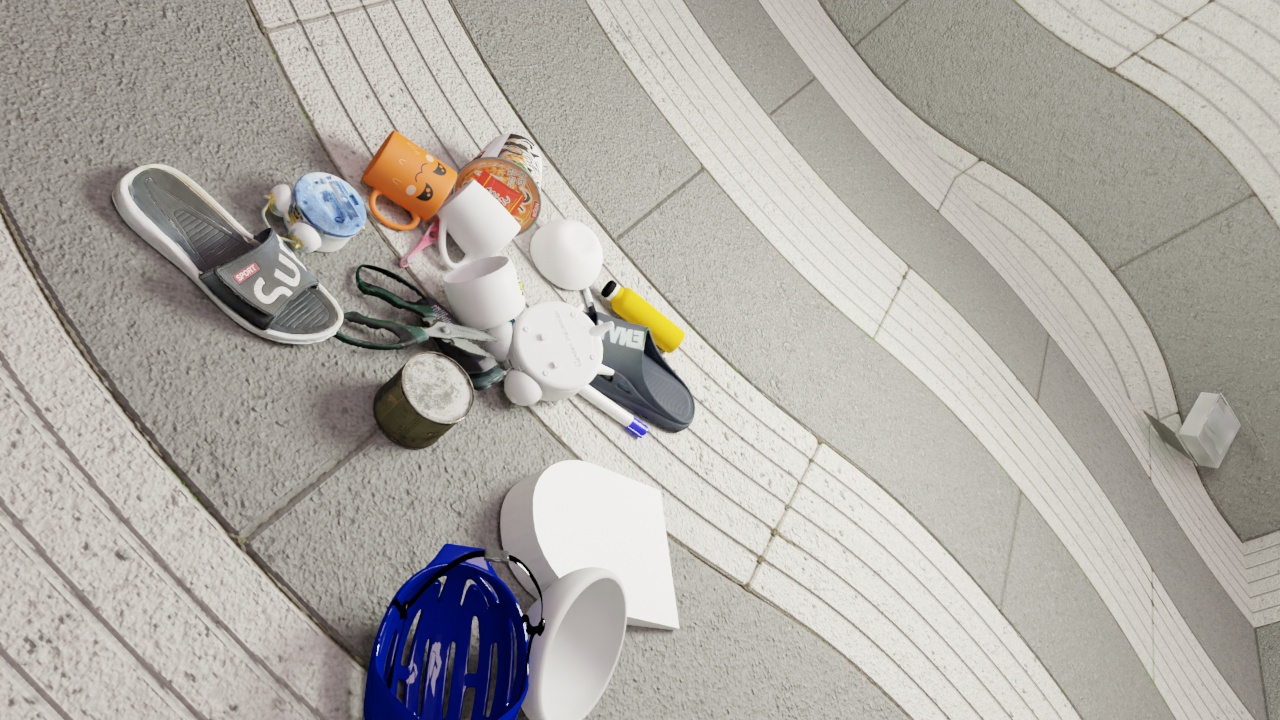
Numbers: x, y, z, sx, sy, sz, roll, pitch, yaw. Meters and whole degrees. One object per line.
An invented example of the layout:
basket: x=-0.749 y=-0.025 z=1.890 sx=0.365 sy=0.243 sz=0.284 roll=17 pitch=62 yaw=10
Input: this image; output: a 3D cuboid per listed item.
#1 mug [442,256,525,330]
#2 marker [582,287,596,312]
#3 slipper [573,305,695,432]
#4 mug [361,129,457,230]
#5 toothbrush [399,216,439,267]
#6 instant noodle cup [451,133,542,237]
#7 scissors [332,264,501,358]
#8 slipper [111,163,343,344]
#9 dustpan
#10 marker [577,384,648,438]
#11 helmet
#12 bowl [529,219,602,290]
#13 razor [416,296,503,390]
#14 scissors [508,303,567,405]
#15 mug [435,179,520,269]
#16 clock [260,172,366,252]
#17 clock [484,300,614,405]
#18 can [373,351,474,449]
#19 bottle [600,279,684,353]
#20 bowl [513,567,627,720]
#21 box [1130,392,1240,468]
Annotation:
mug: x=-0.201 y=-0.088 z=1.175 sx=0.094 sy=0.115 sz=0.068 roll=-22 pitch=114 yaw=-14
marker: x=-0.085 y=-0.116 z=1.381 sx=0.011 sy=0.011 sz=0.152 roll=3 pitch=60 yaw=-44
slipper: x=-0.008 y=0.008 z=1.313 sx=0.268 sy=0.084 sz=0.110 roll=36 pitch=44 yaw=-24
mug: x=-0.308 y=-0.225 z=1.193 sx=0.096 sy=0.078 sz=0.112 roll=33 pitch=74 yaw=-24
toothbrush: x=-0.280 y=-0.161 z=1.209 sx=0.021 sy=0.016 sz=0.134 roll=54 pitch=37 yaw=-22
instant noodle cup: x=-0.192 y=-0.257 z=1.301 sx=0.123 sy=0.124 sz=0.121 roll=37 pitch=32 yaw=-21
scissors: x=-0.264 y=-0.059 z=1.114 sx=0.209 sy=0.015 sz=0.137 roll=10 pitch=48 yaw=-22
slipper: x=-0.433 y=-0.117 z=0.985 sx=0.264 sy=0.063 sz=0.111 roll=42 pitch=40 yaw=-11
dustpan: x=-0.062 y=0.228 z=1.144 sx=0.257 sy=0.053 sz=0.191 roll=29 pitch=44 yaw=-45
marker: x=-0.048 y=0.063 z=1.279 sx=0.141 sy=0.020 sz=0.020 roll=37 pitch=42 yaw=-21
helmet: x=-0.166 y=0.272 z=0.836 sx=0.147 sy=0.228 sz=0.241 roll=13 pitch=52 yaw=-19
bowl: x=-0.101 y=-0.165 z=1.356 sx=0.114 sy=0.051 sz=0.114 roll=19 pitch=52 yaw=-26
razor: x=-0.228 y=-0.022 z=1.137 sx=0.143 sy=0.052 sz=0.047 roll=51 pitch=44 yaw=4
scissors: x=-0.140 y=-0.016 z=1.242 sx=0.126 sy=0.019 sz=0.154 roll=28 pitch=52 yaw=-21
mug: x=-0.230 y=-0.175 z=1.222 sx=0.087 sy=0.081 sz=0.114 roll=50 pitch=66 yaw=-19
clock: x=-0.385 y=-0.171 z=1.081 sx=0.125 sy=0.052 sz=0.089 roll=-24 pitch=82 yaw=-51
clock: x=-0.114 y=-0.014 z=1.195 sx=0.160 sy=0.073 sz=0.125 roll=-20 pitch=80 yaw=-32
can: x=-0.247 y=0.046 z=1.043 sx=0.089 sy=0.075 sz=0.089 roll=24 pitch=47 yaw=-30
bottle: x=0.002 y=-0.069 z=1.409 sx=0.143 sy=0.043 sz=0.043 roll=38 pitch=41 yaw=-19
bowl: x=-0.086 y=0.304 z=0.989 sx=0.176 sy=0.066 sz=0.177 roll=-32 pitch=128 yaw=-54
box: x=1.635 y=0.200 z=2.781 sx=0.167 sy=0.232 sz=0.168 roll=44 pitch=73 yaw=-26
